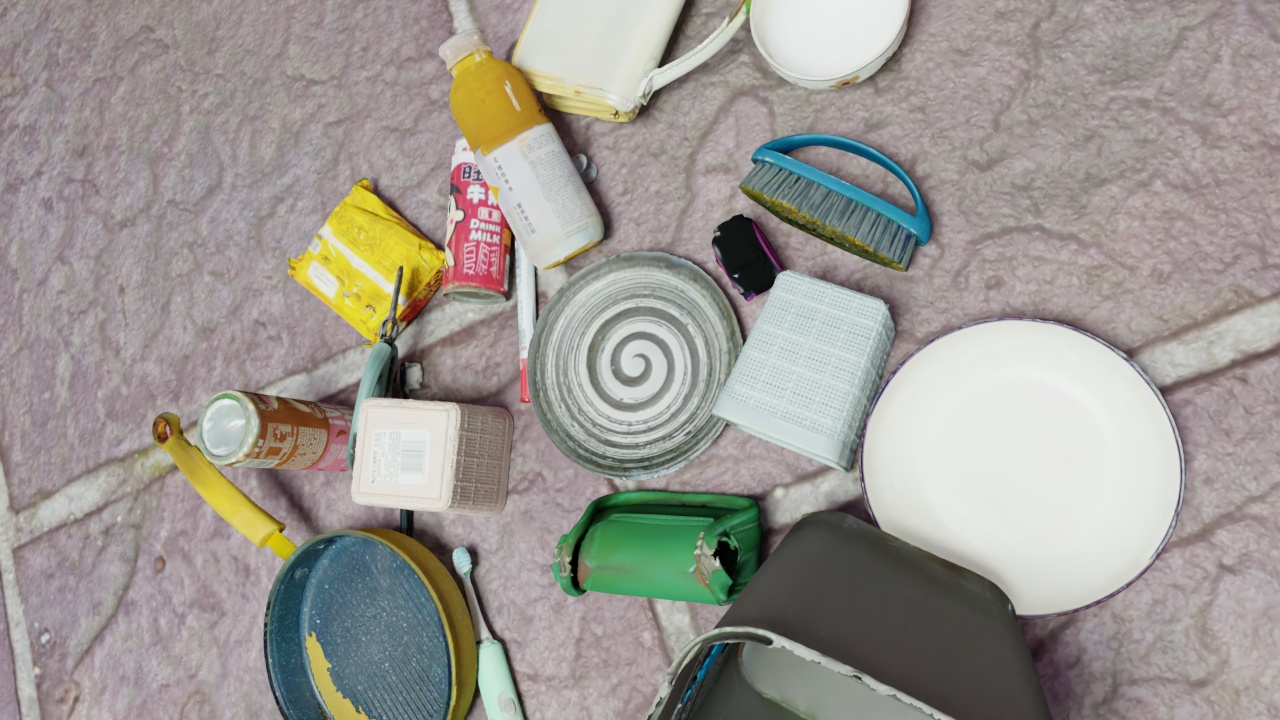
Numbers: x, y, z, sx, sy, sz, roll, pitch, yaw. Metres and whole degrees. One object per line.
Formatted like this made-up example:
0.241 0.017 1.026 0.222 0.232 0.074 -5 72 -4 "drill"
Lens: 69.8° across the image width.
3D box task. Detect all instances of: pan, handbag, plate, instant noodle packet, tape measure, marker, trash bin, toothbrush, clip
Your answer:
-0.275 0.174 0.738 0.198 0.078 0.357 -48 71 19 "pan"
0.016 0.129 0.634 0.131 0.120 0.068 0 87 19 "handbag"
0.243 0.069 0.599 0.193 0.039 0.192 -3 81 21 "plate"
-0.237 -0.085 0.804 0.128 0.044 0.111 40 90 18 "instant noodle packet"
0.002 -0.267 0.725 0.179 0.063 0.163 23 90 30 "handbag"
0.077 -0.074 0.674 0.039 0.058 0.057 -31 53 16 "tape measure"
-0.093 -0.037 0.756 0.017 0.017 0.145 -7 79 20 "marker"
-0.004 0.004 0.713 0.180 0.024 0.179 -4 79 20 "plate"
0.113 0.205 0.503 0.199 0.219 0.199 24 110 12 "trash bin"
-0.196 0.090 0.777 0.018 0.015 0.181 -3 80 11 "toothbrush"
-0.111 0.253 0.712 0.027 0.026 0.224 -40 65 49 "toothbrush"
-0.064 -0.155 0.764 0.057 0.032 0.025 -13 75 26 "clip"

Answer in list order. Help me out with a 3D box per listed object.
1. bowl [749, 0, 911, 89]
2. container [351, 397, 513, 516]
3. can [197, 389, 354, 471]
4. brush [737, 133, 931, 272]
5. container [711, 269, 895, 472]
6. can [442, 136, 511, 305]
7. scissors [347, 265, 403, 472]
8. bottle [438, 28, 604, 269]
0.143 -0.248 0.674 0.114 0.062 0.113 -3 81 22 "bowl"
-0.161 0.073 0.706 0.090 0.111 0.090 3 82 11 "container"
-0.282 0.059 0.743 0.058 0.147 0.058 -3 81 20 "can"
0.144 -0.121 0.657 0.144 0.055 0.073 32 95 23 "brush"
0.117 0.007 0.632 0.090 0.090 0.111 21 86 22 "container"
-0.134 -0.116 0.764 0.053 0.053 0.132 -1 81 21 "can"
-0.207 0.006 0.728 0.019 0.143 0.180 12 102 -6 "scissors"
-0.096 -0.165 0.719 0.068 0.068 0.189 -26 96 15 "bottle"
